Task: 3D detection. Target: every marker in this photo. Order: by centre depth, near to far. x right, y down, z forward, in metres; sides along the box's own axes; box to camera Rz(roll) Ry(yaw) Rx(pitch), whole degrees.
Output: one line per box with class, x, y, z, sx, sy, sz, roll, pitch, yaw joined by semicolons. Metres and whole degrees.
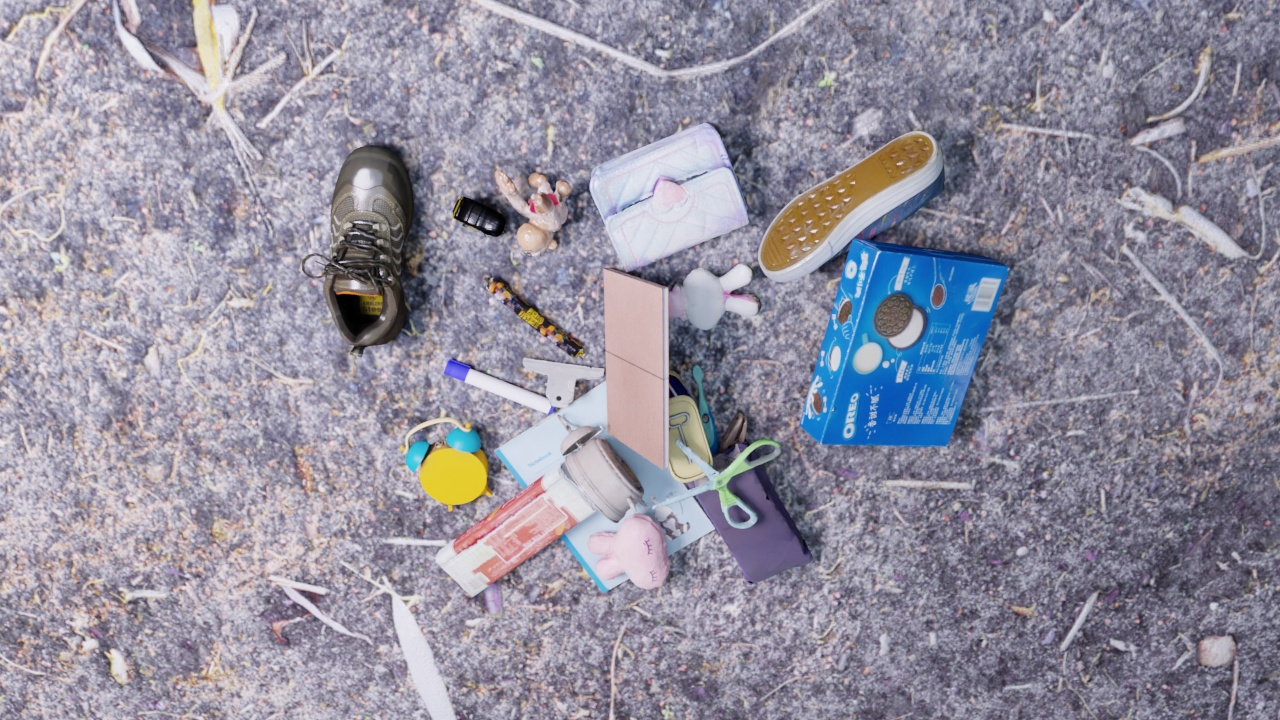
marker;-0.174;0.033;1.141;0.141;0.020;0.020;22;108;-8

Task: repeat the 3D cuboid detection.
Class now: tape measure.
tape measure;-0.185;-0.162;1.049;0.061;0.061;0.034;25;92;-6

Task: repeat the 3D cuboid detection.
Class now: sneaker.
sneaker;-0.317;-0.115;1.022;0.101;0.142;0.238;4;109;-2
sneaker;0.244;-0.165;1.055;0.236;0.087;0.079;-35;141;15

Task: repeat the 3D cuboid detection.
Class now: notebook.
notebook;-0.006;0.006;1.069;0.008;0.141;0.209;-10;108;-27
notebook;-0.045;0.169;1.195;0.181;0.009;0.253;-32;106;10

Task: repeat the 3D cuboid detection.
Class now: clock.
clock;-0.051;0.125;1.131;0.061;0.103;0.157;-39;79;4
clock;-0.242;0.130;1.164;0.099;0.043;0.130;-19;116;6

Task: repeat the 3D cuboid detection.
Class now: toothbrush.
toothbrush;0.081;0.066;1.158;0.022;0.017;0.135;-10;112;3

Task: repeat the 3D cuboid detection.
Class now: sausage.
sausage;-0.128;-0.050;1.111;0.155;0.020;0.020;39;104;-13

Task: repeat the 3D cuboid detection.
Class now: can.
can;0.043;0.081;1.116;0.056;0.092;0.116;-19;109;-4

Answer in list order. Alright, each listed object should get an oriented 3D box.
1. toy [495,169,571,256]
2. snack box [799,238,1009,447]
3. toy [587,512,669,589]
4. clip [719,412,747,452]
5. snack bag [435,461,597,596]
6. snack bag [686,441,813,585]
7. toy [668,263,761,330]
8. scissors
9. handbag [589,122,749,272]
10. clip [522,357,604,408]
toy;-0.124;-0.165;1.051;0.085;0.074;0.106;26;133;22
snack box;0.306;-0.013;1.073;0.195;0.056;0.239;3;111;-26
toy;-0.015;0.251;1.193;0.105;0.053;0.108;-10;112;18
clip;0.123;0.098;1.164;0.059;0.026;0.052;-34;109;11
snack bag;-0.160;0.219;1.189;0.225;0.041;0.077;-37;105;14
snack bag;0.139;0.203;1.175;0.096;0.058;0.205;-28;114;9
toy;0.082;-0.076;1.095;0.122;0.038;0.079;-9;122;2
scissors;0.095;0.147;1.092;0.171;0.023;0.172;-23;124;-6
handbag;0.033;-0.183;1.042;0.158;0.069;0.126;-21;110;4
clip;-0.097;0.029;1.125;0.101;0.045;0.055;7;76;-2
